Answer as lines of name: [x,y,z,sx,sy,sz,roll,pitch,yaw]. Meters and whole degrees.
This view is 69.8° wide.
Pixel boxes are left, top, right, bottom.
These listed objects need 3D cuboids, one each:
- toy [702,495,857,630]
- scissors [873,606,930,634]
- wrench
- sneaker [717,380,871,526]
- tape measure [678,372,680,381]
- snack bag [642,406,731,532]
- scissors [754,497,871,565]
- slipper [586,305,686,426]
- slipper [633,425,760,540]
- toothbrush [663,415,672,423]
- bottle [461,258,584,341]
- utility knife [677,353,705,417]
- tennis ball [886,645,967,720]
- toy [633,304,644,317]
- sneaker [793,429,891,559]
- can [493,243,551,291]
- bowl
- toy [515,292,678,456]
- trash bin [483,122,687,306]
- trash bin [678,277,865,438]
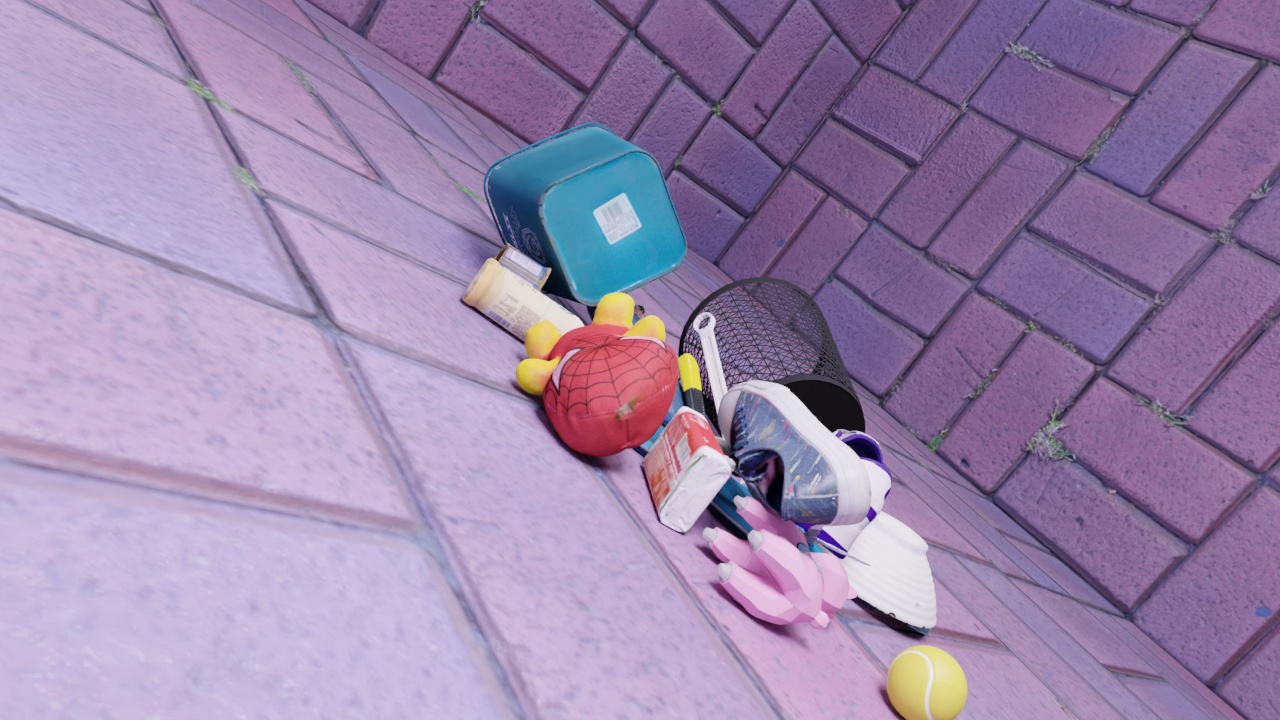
toy: [0.130,0.186,0.796,0.157,0.067,0.123,37,12,-20]
scissors: [0.279,0.272,1.035,0.127,0.011,0.125,38,11,17]
wrench: [0.097,0.040,1.107,0.009,0.047,0.272,41,28,-40]
sneaker: [0.113,0.079,0.825,0.079,0.087,0.235,-5,18,-18]
tape measure: [0.025,0.013,1.280,0.060,0.020,0.062,41,11,20]
snack bag: [0.040,0.097,0.844,0.036,0.077,0.116,31,13,-17]
scissors: [0.150,0.162,0.850,0.133,0.014,0.128,28,-21,7]
slipper: [-0.007,0.006,1.120,0.213,0.059,0.103,57,20,19]
slipper: [0.069,0.105,0.956,0.295,0.060,0.118,38,8,4]
toothbrush: [0.045,0.069,1.024,0.190,0.017,0.016,27,3,12]
bottle: [-0.113,-0.044,1.001,0.162,0.056,0.056,35,12,-12]
utility knife: [0.064,0.053,1.086,0.029,0.020,0.173,45,23,-32]
tennis ball: [0.241,0.274,0.774,0.065,0.065,0.065,35,12,-9]
toy: [-0.015,-0.027,1.216,0.050,0.113,0.087,-34,91,-41]
sneaker: [0.203,0.117,0.982,0.092,0.111,0.244,38,6,-6]
can: [-0.147,-0.097,1.065,0.059,0.054,0.100,33,-9,-15]
bowl: [0.274,0.218,1.037,0.177,0.071,0.177,29,11,-7]
toy: [-0.035,0.013,0.859,0.099,0.147,0.216,63,-3,-26]
trash bin: [-0.062,-0.175,1.131,0.197,0.199,0.218,68,-11,-21]
trash bin: [0.176,0.037,1.208,0.217,0.217,0.243,32,19,-22]
